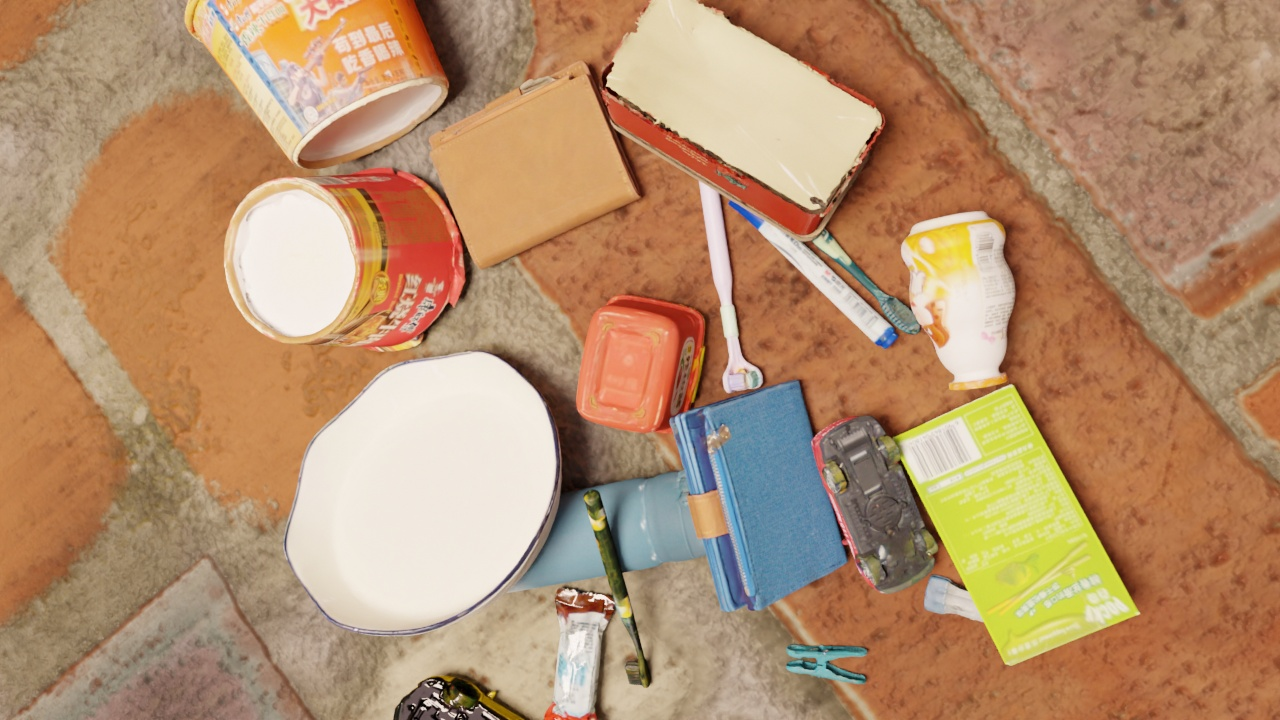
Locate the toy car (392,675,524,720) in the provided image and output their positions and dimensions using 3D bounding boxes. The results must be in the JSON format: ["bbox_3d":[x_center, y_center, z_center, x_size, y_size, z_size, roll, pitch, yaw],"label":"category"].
[{"bbox_3d":[-0.110,0.289,0.680,0.156,0.041,0.071,29,89,5],"label":"toy car"}]

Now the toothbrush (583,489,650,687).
[{"bbox_3d":[-0.016,0.159,0.621,0.017,0.012,0.186,-1,124,18],"label":"toothbrush"}]

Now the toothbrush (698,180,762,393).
[{"bbox_3d":[0.055,-0.072,0.631,0.029,0.021,0.189,-10,90,-17],"label":"toothbrush"}]

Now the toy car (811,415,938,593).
[{"bbox_3d":[0.152,0.093,0.602,0.053,0.045,0.120,-24,97,-7],"label":"toy car"}]

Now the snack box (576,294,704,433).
[{"bbox_3d":[-0.004,0.004,0.619,0.082,0.080,0.091,12,96,13],"label":"snack box"}]

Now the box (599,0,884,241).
[{"bbox_3d":[0.064,-0.160,0.583,0.168,0.078,0.091,33,86,7],"label":"box"}]

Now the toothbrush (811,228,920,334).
[{"bbox_3d":[0.118,-0.087,0.616,0.016,0.018,0.191,-44,83,1],"label":"toothbrush"}]

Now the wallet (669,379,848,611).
[{"bbox_3d":[0.080,0.087,0.603,0.040,0.106,0.133,-16,89,56],"label":"wallet"}]

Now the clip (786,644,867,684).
[{"bbox_3d":[0.128,0.208,0.635,0.056,0.014,0.041,4,94,12],"label":"clip"}]

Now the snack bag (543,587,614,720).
[{"bbox_3d":[-0.046,0.221,0.667,0.045,0.026,0.105,5,85,11],"label":"snack bag"}]

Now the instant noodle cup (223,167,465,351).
[{"bbox_3d":[-0.212,-0.071,0.642,0.138,0.108,0.138,2,97,20],"label":"instant noodle cup"}]

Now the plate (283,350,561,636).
[{"bbox_3d":[-0.144,0.092,0.633,0.205,0.045,0.204,-9,59,16],"label":"plate"}]

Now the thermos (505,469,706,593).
[{"bbox_3d":[-0.051,0.126,0.647,0.221,0.070,0.070,-13,90,13],"label":"thermos"}]

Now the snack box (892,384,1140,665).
[{"bbox_3d":[0.234,0.102,0.582,0.086,0.026,0.156,-28,76,13],"label":"snack box"}]

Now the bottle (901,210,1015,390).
[{"bbox_3d":[0.202,-0.037,0.575,0.063,0.063,0.108,-11,90,14],"label":"bottle"}]

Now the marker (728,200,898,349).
[{"bbox_3d":[0.116,-0.063,0.619,0.146,0.017,0.017,45,102,7],"label":"marker"}]

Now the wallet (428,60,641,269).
[{"bbox_3d":[-0.078,-0.139,0.653,0.132,0.031,0.108,-23,92,14],"label":"wallet"}]

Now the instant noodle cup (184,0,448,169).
[{"bbox_3d":[-0.210,-0.208,0.626,0.151,0.151,0.111,-28,95,13],"label":"instant noodle cup"}]

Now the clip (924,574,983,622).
[{"bbox_3d":[0.217,0.162,0.607,0.057,0.028,0.024,14,92,21],"label":"clip"}]
